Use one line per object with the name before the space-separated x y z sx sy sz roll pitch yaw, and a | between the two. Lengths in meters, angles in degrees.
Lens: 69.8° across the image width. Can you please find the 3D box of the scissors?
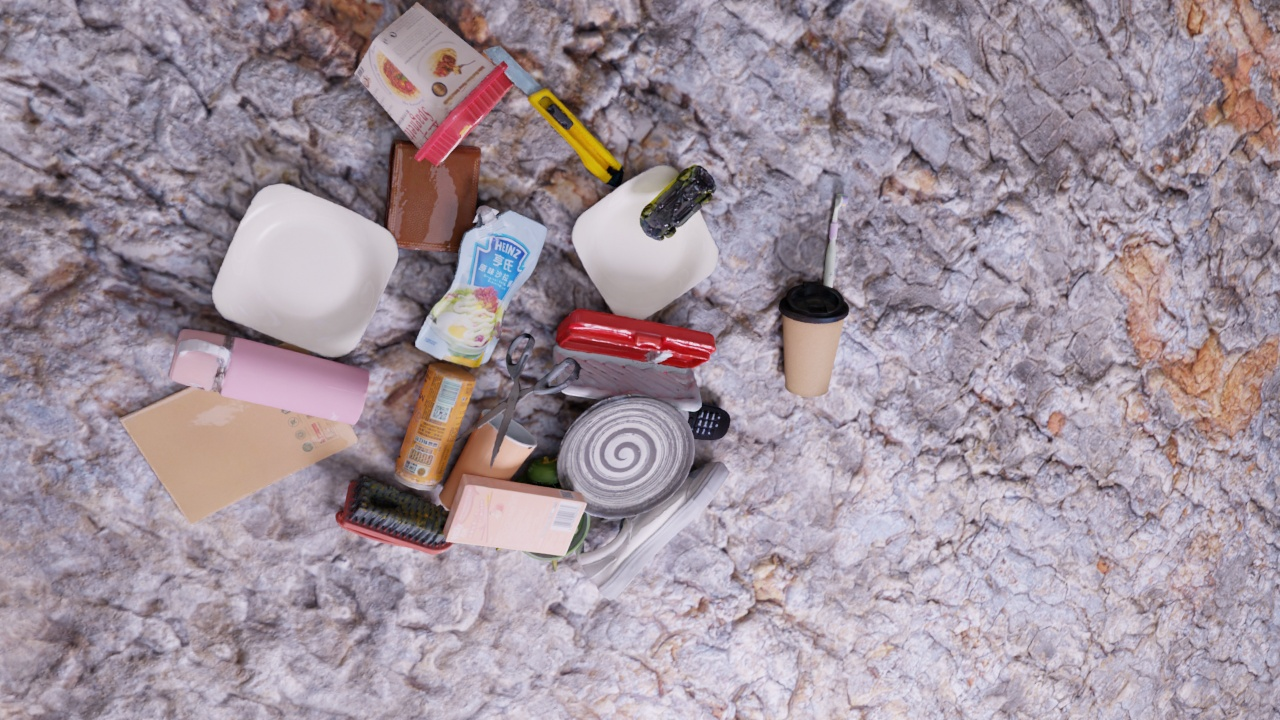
scissors | -0.144 0.043 1.085 0.160 0.180 0.014 -10 148 24

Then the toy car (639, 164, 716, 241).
toy car | 0.042 -0.191 1.104 0.105 0.032 0.048 -43 118 7

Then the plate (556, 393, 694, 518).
plate | -0.020 0.118 1.154 0.179 0.024 0.180 -7 117 -14

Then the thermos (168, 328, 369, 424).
thermos | -0.397 0.014 0.991 0.198 0.087 0.067 18 67 -27

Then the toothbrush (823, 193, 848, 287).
toothbrush | 0.263 -0.132 1.259 0.020 0.029 0.190 11 108 18

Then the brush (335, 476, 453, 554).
brush | -0.293 0.199 1.119 0.145 0.063 0.069 27 126 -29

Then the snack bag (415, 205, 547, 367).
snack bag | -0.183 -0.086 1.071 0.110 0.039 0.191 21 100 -41

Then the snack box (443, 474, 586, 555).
snack box | -0.152 0.190 1.116 0.157 0.026 0.085 13 112 -25

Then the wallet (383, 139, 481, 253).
wallet | -0.234 -0.183 1.034 0.101 0.032 0.125 2 107 -25

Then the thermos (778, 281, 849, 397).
thermos | 0.231 -0.027 1.246 0.093 0.093 0.143 -11 119 -19

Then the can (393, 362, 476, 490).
can | -0.246 0.078 1.096 0.058 0.058 0.146 17 100 -26

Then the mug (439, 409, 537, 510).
mug | -0.192 0.132 1.130 0.078 0.078 0.123 29 100 -27

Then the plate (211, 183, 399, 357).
plate | -0.363 -0.098 1.002 0.164 0.034 0.164 25 98 -25

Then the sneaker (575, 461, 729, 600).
sneaker | 0.013 0.206 1.237 0.241 0.090 0.091 -42 85 -18

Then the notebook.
notebook | -0.449 0.079 1.042 0.207 0.008 0.148 -27 114 -12

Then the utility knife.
utility knife | -0.096 -0.281 1.065 0.223 0.015 0.033 42 86 -27

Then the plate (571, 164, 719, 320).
plate | 0.003 -0.145 1.139 0.163 0.034 0.164 -34 116 -9

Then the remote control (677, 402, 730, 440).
remote control | 0.058 0.078 1.239 0.136 0.024 0.053 11 104 -24

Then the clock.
clock | -0.113 0.187 1.187 0.116 0.056 0.161 26 95 -28

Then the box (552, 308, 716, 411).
box | -0.007 0.010 1.146 0.201 0.096 0.100 9 67 -24

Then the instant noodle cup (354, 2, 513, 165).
instant noodle cup | -0.219 -0.289 0.955 0.124 0.117 0.116 43 59 -15
